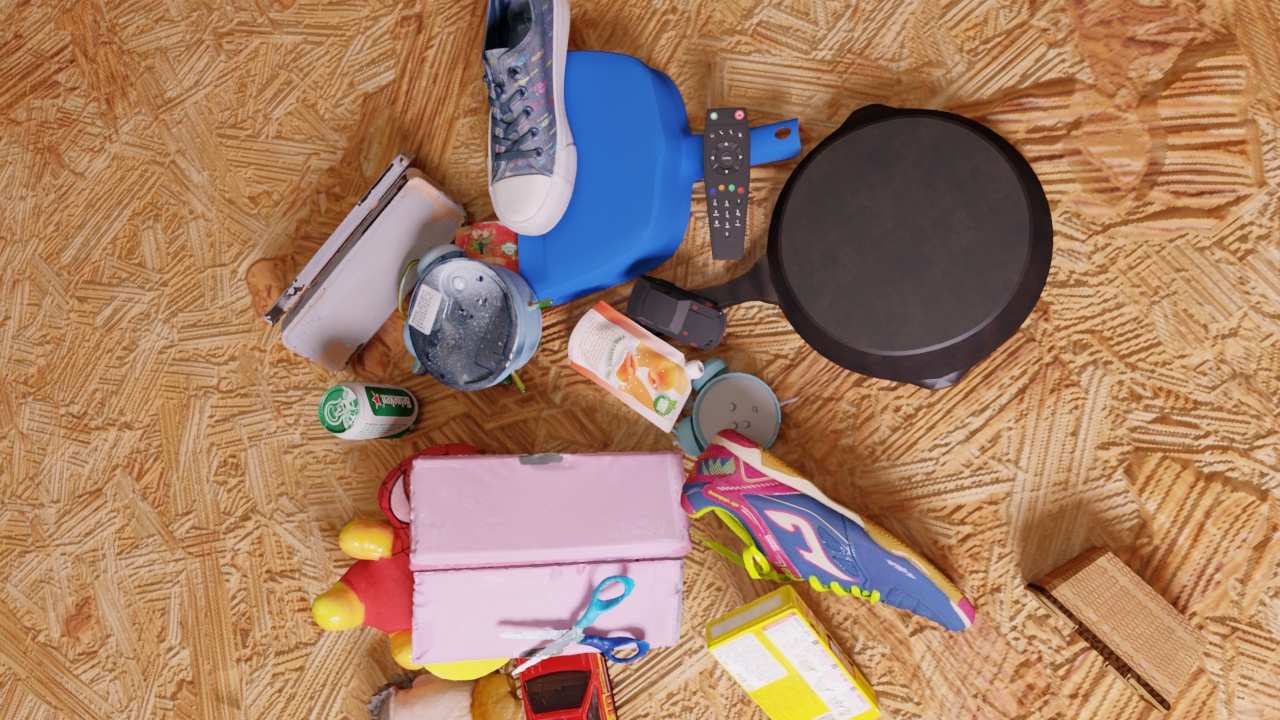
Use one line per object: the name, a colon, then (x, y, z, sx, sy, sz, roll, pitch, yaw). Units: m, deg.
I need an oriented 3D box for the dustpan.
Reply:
dustpan: (0.012, -0.181, 0.811, 0.258, 0.059, 0.245, -5, 84, 28)

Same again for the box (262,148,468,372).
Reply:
box: (-0.266, -0.094, 0.899, 0.107, 0.094, 0.216, 41, 99, -7)

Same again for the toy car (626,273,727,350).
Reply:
toy car: (0.029, -0.041, 0.777, 0.092, 0.036, 0.042, 26, 103, 25)

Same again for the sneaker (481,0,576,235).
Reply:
sneaker: (-0.110, -0.229, 0.801, 0.088, 0.079, 0.235, -2, 86, 27)

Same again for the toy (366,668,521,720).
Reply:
toy: (-0.176, 0.333, 0.829, 0.176, 0.076, 0.132, -28, 64, 17)

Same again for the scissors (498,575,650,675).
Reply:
scissors: (-0.049, 0.235, 0.758, 0.132, 0.015, 0.110, -32, 115, -2)

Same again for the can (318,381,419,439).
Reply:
can: (-0.252, 0.047, 0.861, 0.053, 0.101, 0.053, -2, 85, 19)

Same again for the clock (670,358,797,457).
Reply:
clock: (0.065, 0.043, 0.784, 0.123, 0.042, 0.087, 16, 91, 18)

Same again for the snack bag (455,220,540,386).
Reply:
snack bag: (-0.134, -0.053, 0.866, 0.087, 0.044, 0.155, -3, 91, 18)

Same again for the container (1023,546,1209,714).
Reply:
container: (0.348, 0.189, 0.668, 0.061, 0.063, 0.114, -46, 73, 3)

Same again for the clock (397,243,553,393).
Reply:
clock: (-0.160, -0.041, 0.827, 0.162, 0.060, 0.118, 27, 107, 20)

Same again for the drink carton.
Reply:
drink carton: (-0.005, 0.005, 0.800, 0.122, 0.038, 0.069, 34, 106, 28)

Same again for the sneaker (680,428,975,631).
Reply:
sneaker: (0.141, 0.152, 0.720, 0.242, 0.116, 0.091, 33, 88, 8)

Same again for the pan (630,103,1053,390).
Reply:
pan: (0.152, -0.082, 0.762, 0.357, 0.043, 0.248, -16, 81, 17)

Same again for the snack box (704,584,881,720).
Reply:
snack box: (0.120, 0.240, 0.710, 0.075, 0.025, 0.152, -30, 119, 15)

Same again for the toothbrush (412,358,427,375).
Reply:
toothbrush: (-0.193, -0.046, 0.893, 0.021, 0.016, 0.132, 24, 94, 15)

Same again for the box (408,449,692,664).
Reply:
box: (-0.072, 0.161, 0.758, 0.232, 0.059, 0.179, -1, 85, -15)

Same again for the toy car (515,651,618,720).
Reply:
toy car: (-0.062, 0.304, 0.803, 0.082, 0.056, 0.189, -14, 79, 16)

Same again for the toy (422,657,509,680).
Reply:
toy: (-0.148, 0.235, 0.789, 0.094, 0.041, 0.095, 27, 104, -25)

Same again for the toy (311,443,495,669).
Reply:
toy: (-0.191, 0.165, 0.827, 0.147, 0.098, 0.216, 31, 100, -20)

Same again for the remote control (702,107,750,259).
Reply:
remote control: (0.072, -0.146, 0.763, 0.039, 0.010, 0.125, 0, 93, 7)
